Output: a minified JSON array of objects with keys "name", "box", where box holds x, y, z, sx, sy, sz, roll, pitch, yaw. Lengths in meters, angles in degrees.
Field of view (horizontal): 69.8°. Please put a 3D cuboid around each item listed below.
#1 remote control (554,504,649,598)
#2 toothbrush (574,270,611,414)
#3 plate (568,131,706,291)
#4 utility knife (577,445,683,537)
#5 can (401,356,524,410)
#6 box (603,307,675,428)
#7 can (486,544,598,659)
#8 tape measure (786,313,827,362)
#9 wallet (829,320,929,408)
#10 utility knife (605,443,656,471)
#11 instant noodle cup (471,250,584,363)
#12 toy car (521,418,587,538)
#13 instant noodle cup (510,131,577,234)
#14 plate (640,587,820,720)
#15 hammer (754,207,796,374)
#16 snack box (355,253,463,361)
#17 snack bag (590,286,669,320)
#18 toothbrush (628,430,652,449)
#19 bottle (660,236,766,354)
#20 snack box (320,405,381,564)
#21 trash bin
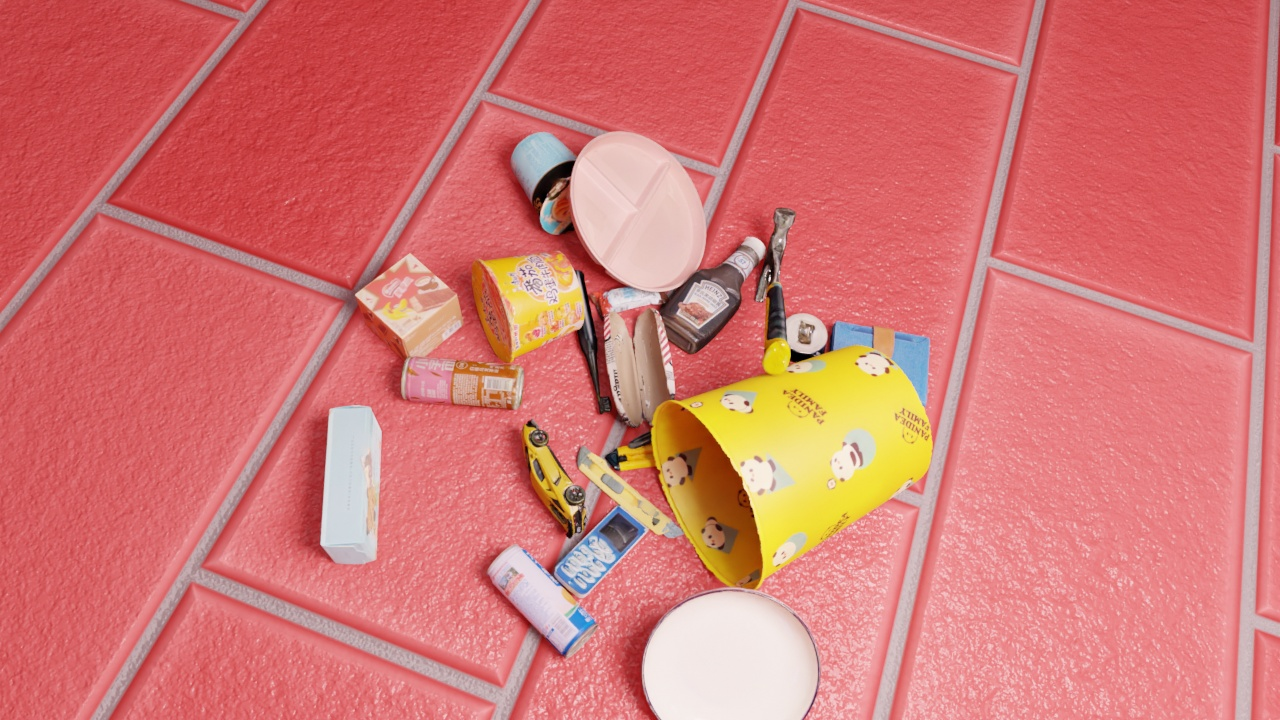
[{"name":"remote control","box":[-0.046,0.225,1.083,0.049,0.024,0.124,39,55,15]},{"name":"toothbrush","box":[-0.068,-0.026,1.219,0.027,0.026,0.212,-13,65,-3]},{"name":"plate","box":[-0.004,-0.201,1.253,0.229,0.028,0.229,13,69,-35]},{"name":"utility knife","box":[-0.016,0.166,1.132,0.167,0.018,0.031,38,88,10]},{"name":"can","box":[-0.224,0.029,1.162,0.147,0.058,0.057,5,62,-1]},{"name":"box","box":[-0.011,0.007,1.180,0.088,0.076,0.162,5,62,-28]},{"name":"can","box":[-0.113,0.273,1.045,0.134,0.053,0.053,42,67,16]},{"name":"tape measure","box":[0.217,-0.029,1.238,0.066,0.034,0.065,13,63,1]},{"name":"wallet","box":[0.318,0.006,1.226,0.133,0.040,0.106,11,67,1]},{"name":"utility knife","box":[0.059,0.112,1.162,0.209,0.015,0.033,-7,63,-8]},{"name":"instant noodle cup","box":[-0.143,-0.076,1.186,0.109,0.138,0.138,-18,65,-22]},{"name":"toy car","box":[-0.109,0.142,1.105,0.041,0.071,0.155,-24,65,-20]},{"name":"instant noodle cup","box":[-0.122,-0.259,1.297,0.111,0.111,0.120,-28,62,-17]},{"name":"plate","box":[0.097,0.331,0.997,0.192,0.039,0.192,0,101,2]},{"name":"hammer","box":[0.170,-0.076,1.151,0.032,0.126,0.322,10,31,2]},{"name":"snack box","box":[-0.299,-0.066,1.194,0.094,0.077,0.092,41,67,16]},{"name":"snack bag","box":[-0.013,-0.086,1.254,0.105,0.026,0.045,-14,56,-12]},{"name":"toothbrush","box":[0.063,0.073,1.176,0.180,0.018,0.015,-24,59,-19]},{"name":"bottle","box":[0.105,-0.096,1.259,0.080,0.044,0.194,36,65,13]},{"name":"snack box","box":[-0.339,0.146,1.083,0.051,0.074,0.174,-3,63,-5]},{"name":"trash bin","box":[0.178,0.109,1.067,0.254,0.230,0.229,-22,66,-21]}]
